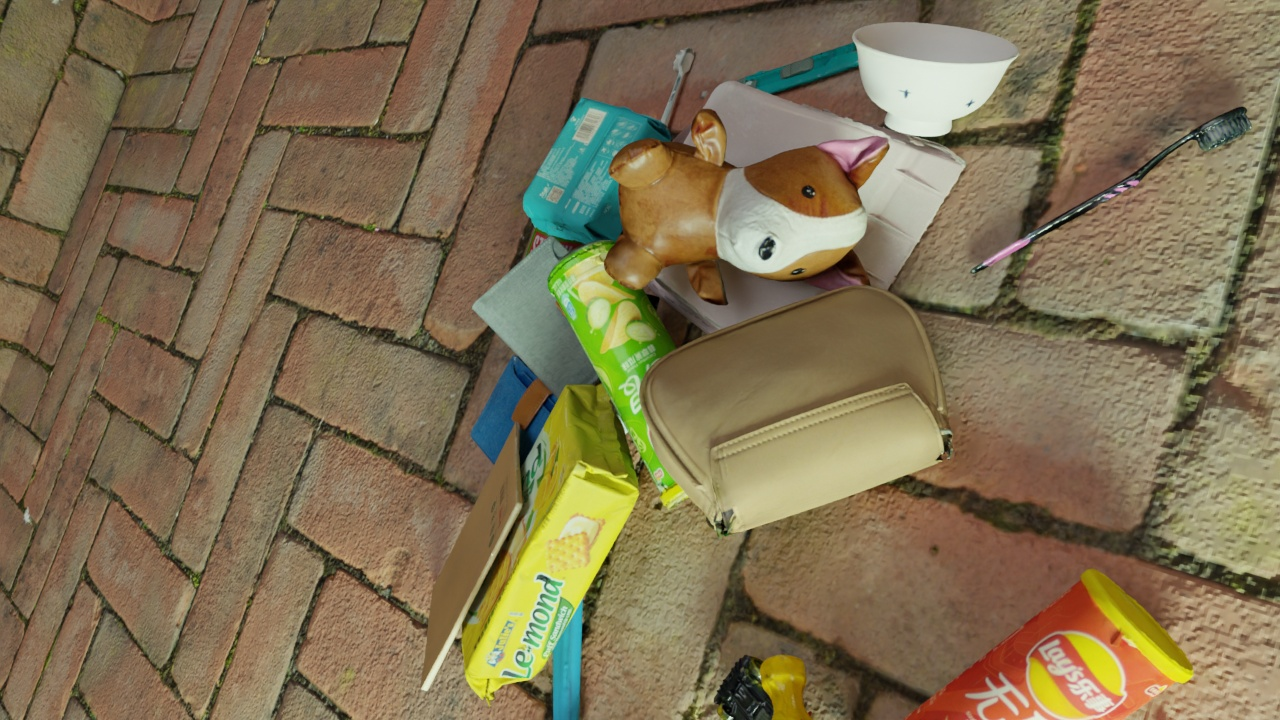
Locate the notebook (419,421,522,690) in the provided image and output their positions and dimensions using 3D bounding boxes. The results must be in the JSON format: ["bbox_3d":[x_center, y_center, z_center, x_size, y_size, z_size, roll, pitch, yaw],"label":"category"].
[{"bbox_3d":[-0.153,0.174,0.834,0.208,0.008,0.147,-62,17,18],"label":"notebook"}]

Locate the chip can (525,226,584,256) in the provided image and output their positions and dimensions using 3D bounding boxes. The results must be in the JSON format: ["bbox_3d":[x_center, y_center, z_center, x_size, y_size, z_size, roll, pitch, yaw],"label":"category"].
[{"bbox_3d":[-0.070,-0.126,0.906,0.072,0.072,0.236,13,82,43],"label":"chip can"}]

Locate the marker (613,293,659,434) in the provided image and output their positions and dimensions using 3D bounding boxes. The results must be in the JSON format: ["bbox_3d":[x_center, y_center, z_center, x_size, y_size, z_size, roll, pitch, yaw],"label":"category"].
[{"bbox_3d":[-0.005,0.005,0.823,0.018,0.022,0.131,14,94,5],"label":"marker"}]

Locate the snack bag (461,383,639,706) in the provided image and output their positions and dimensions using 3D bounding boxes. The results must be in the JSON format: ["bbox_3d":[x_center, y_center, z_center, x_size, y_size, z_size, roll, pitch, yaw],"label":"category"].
[{"bbox_3d":[-0.078,0.149,0.770,0.247,0.068,0.158,-61,17,16],"label":"snack bag"}]

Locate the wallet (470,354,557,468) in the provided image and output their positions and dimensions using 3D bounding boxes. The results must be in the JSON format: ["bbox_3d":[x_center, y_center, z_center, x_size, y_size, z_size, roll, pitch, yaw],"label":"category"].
[{"bbox_3d":[-0.108,0.069,0.888,0.133,0.040,0.106,41,106,41],"label":"wallet"}]

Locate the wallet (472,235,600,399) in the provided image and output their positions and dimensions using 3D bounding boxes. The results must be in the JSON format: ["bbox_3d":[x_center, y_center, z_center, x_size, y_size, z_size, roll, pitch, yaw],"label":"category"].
[{"bbox_3d":[-0.072,-0.038,0.840,0.106,0.037,0.129,-43,86,-5],"label":"wallet"}]

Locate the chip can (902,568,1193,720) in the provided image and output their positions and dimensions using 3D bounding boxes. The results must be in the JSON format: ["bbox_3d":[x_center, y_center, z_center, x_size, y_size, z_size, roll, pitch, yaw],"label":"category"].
[{"bbox_3d":[0.205,0.215,0.535,0.217,0.073,0.073,-46,50,18],"label":"chip can"}]

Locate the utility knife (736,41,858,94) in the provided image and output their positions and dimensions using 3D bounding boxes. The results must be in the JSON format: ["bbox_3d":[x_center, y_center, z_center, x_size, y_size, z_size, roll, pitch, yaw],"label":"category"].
[{"bbox_3d":[0.154,-0.259,0.804,0.176,0.013,0.029,-6,70,39],"label":"utility knife"}]

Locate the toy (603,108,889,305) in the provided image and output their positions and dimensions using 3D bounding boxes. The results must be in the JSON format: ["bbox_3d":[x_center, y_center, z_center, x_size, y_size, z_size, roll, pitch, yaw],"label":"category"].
[{"bbox_3d":[0.075,-0.107,0.672,0.200,0.140,0.130,7,31,7],"label":"toy"}]

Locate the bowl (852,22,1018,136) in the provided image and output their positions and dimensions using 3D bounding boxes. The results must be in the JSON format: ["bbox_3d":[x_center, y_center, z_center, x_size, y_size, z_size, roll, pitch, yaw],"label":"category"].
[{"bbox_3d":[0.213,-0.207,0.687,0.118,0.118,0.065,40,137,42],"label":"bowl"}]

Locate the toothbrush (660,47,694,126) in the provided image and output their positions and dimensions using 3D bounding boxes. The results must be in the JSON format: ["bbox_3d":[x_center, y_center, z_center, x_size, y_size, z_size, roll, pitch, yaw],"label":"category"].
[{"bbox_3d":[0.018,-0.227,0.908,0.016,0.016,0.180,11,80,50],"label":"toothbrush"}]

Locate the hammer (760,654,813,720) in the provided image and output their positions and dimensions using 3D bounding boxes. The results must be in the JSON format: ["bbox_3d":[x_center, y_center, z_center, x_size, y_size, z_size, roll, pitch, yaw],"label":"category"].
[{"bbox_3d":[0.019,0.323,0.641,0.302,0.033,0.128,-44,33,34],"label":"hammer"}]

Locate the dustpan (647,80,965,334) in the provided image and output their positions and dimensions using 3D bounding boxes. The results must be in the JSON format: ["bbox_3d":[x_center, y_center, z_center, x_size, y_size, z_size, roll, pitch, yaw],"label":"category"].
[{"bbox_3d":[0.109,-0.122,0.794,0.273,0.138,0.223,35,97,15],"label":"dustpan"}]

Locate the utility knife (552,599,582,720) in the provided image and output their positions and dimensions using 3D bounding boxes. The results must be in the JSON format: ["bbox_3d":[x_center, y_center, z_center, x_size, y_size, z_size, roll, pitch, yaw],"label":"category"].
[{"bbox_3d":[-0.062,0.292,0.773,0.034,0.018,0.218,-25,58,46],"label":"utility knife"}]

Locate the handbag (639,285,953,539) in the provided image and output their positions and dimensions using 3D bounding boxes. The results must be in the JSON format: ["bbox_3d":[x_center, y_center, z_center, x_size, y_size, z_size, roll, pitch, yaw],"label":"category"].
[{"bbox_3d":[0.109,0.038,0.644,0.204,0.100,0.147,-19,52,0],"label":"handbag"}]

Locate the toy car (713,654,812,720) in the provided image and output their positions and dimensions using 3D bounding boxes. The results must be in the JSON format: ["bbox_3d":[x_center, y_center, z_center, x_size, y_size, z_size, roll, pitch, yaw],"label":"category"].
[{"bbox_3d":[0.096,0.256,0.641,0.049,0.031,0.106,-58,41,8],"label":"toy car"}]

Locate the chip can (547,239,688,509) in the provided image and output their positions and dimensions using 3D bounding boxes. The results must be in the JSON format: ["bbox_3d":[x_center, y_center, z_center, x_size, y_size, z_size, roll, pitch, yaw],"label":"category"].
[{"bbox_3d":[0.000,0.006,0.743,0.073,0.072,0.221,-35,76,25],"label":"chip can"}]

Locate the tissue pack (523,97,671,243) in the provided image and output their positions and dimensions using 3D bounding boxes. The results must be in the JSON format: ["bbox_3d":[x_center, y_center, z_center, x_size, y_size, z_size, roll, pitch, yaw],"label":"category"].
[{"bbox_3d":[-0.041,-0.169,0.834,0.093,0.050,0.133,28,86,36],"label":"tissue pack"}]

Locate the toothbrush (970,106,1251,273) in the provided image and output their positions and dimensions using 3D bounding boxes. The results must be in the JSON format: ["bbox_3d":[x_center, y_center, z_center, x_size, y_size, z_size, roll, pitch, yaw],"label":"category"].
[{"bbox_3d":[0.308,-0.106,0.613,0.190,0.014,0.017,-34,66,27],"label":"toothbrush"}]
